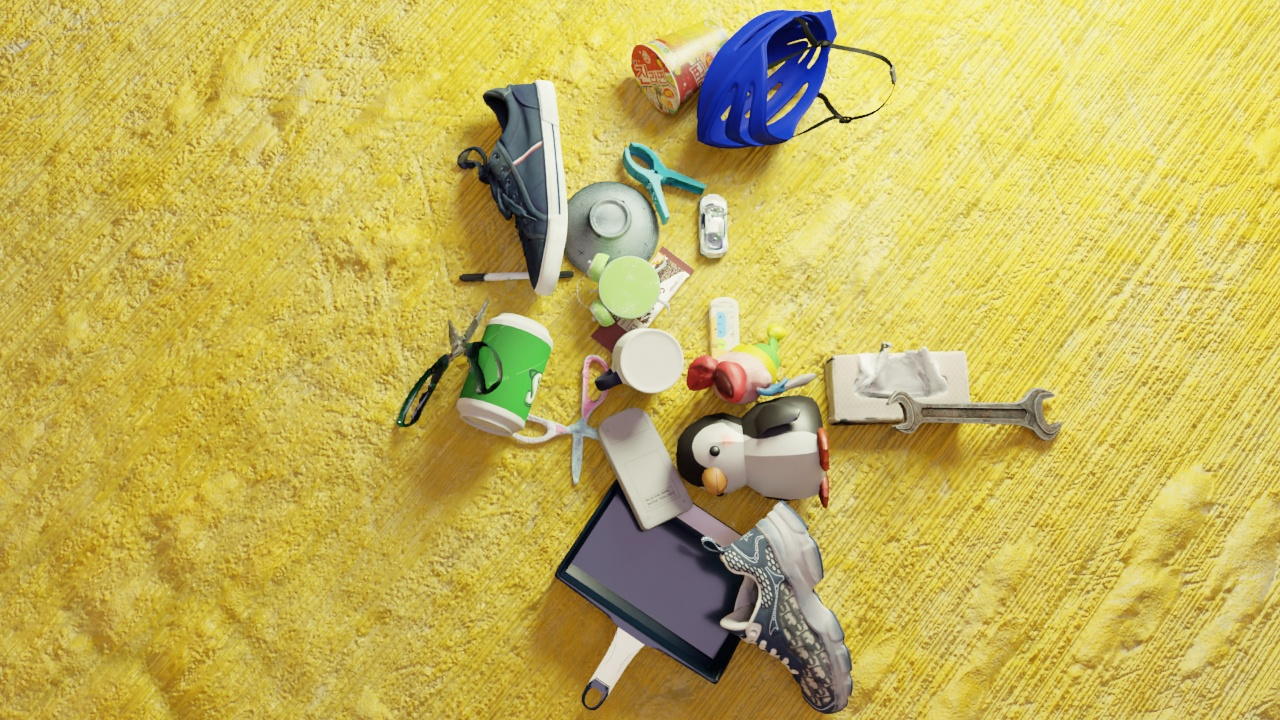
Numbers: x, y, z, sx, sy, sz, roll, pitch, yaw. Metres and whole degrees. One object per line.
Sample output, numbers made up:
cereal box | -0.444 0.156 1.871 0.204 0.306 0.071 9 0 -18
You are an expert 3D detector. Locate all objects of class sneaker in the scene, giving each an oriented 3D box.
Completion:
sneaker | 0.163 0.311 1.102 0.132 0.103 0.269 -20 101 -7
sneaker | -0.165 -0.223 1.189 0.127 0.121 0.294 -4 77 -16

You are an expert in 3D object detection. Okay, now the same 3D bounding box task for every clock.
clock | -0.022 -0.094 1.185 0.119 0.042 0.094 -6 92 -1

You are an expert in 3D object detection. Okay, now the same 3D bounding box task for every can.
can | -0.169 0.018 1.152 0.088 0.088 0.139 18 73 0

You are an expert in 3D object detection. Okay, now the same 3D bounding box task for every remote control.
remote control | 0.112 -0.021 1.214 0.038 0.018 0.125 -1 83 -3
remote control | 0.002 0.135 1.170 0.074 0.019 0.151 -21 77 -24

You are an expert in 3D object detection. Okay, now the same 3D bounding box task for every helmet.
helmet | 0.198 -0.350 1.174 0.228 0.148 0.241 29 73 38

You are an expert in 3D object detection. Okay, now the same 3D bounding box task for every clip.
clip | 0.016 -0.242 1.233 0.116 0.026 0.097 44 65 8

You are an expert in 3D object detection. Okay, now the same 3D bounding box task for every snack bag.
snack bag | 0.004 -0.076 1.219 0.057 0.013 0.157 38 82 2

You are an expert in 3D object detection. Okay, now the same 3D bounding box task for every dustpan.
dustpan | 0.010 0.300 1.128 0.236 0.080 0.273 33 81 3

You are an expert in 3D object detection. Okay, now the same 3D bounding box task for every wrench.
wrench | 0.431 0.067 1.174 0.273 0.010 0.070 2 84 -21

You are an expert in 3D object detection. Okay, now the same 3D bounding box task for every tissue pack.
tissue pack | 0.336 0.030 1.193 0.181 0.071 0.104 -1 82 1

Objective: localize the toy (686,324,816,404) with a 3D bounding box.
toy | 0.141 0.006 1.156 0.131 0.124 0.097 -5 97 -36

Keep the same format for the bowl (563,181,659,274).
bowl | -0.041 -0.180 1.211 0.137 0.057 0.137 0 81 -3

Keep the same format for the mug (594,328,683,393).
mug | -0.007 0.007 1.157 0.112 0.097 0.078 -28 96 -5

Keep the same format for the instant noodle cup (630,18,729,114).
instant noodle cup | 0.062 -0.403 1.236 0.112 0.100 0.100 -34 84 -15

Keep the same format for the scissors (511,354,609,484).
scissors | -0.094 0.075 1.193 0.177 0.013 0.170 4 84 -4

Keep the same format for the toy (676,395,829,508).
toy | 0.137 0.107 1.152 0.184 0.159 0.139 -5 42 6

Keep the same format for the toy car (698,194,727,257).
toy car | 0.098 -0.182 1.233 0.039 0.027 0.089 -1 81 -1

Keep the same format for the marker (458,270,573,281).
marker | -0.165 -0.112 1.219 0.152 0.011 0.011 -2 81 -3

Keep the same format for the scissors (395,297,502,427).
scissors | -0.227 0.017 1.131 0.015 0.206 0.201 30 91 -36
